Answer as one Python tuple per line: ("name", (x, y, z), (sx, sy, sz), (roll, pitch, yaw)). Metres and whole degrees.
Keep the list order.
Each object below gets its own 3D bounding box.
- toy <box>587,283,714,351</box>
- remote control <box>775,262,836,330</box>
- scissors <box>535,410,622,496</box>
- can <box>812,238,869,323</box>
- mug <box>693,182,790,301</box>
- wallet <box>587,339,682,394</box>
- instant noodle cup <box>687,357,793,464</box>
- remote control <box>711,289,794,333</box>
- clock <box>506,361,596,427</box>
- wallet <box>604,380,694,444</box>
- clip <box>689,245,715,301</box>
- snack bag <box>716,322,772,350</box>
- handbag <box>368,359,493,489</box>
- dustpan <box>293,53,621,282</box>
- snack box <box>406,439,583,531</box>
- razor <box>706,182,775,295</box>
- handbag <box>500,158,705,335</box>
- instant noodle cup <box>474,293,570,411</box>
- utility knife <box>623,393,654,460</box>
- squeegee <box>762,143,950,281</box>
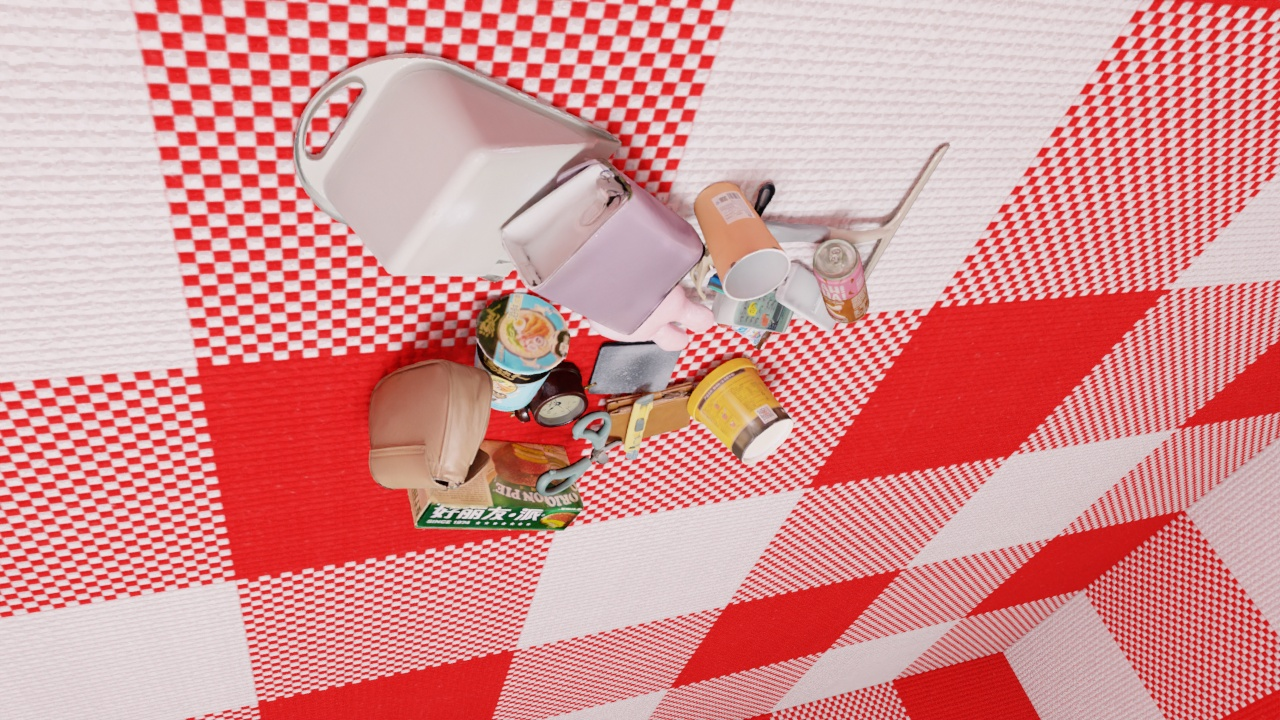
("toy", (0.013, -0.057, 1.131), (0.159, 0.054, 0.122), (24, 133, -39))
("remote control", (0.227, -0.083, 1.223), (0.136, 0.020, 0.056), (24, 89, -46))
("scissors", (-0.086, 0.140, 1.274), (0.176, 0.019, 0.174), (-47, 157, -8))
("can", (0.254, -0.098, 1.155), (0.058, 0.058, 0.147), (-27, 155, 8))
("mug", (0.106, -0.137, 1.017), (0.078, 0.122, 0.078), (-15, 145, -11))
("wallet", (-0.007, 0.007, 1.243), (0.120, 0.019, 0.097), (-3, 139, -22))
("instant noodle cup", (0.147, 0.076, 1.308), (0.118, 0.114, 0.119), (-28, 149, -19))
("remote control", (0.149, -0.069, 1.195), (0.135, 0.019, 0.056), (7, 109, -40))
("clock", (-0.122, 0.047, 1.199), (0.121, 0.055, 0.082), (-4, 142, -28))
("wallet", (0.011, 0.078, 1.334), (0.131, 0.031, 0.108), (-14, 146, -14))
("clip", (0.071, -0.112, 1.111), (0.089, 0.035, 0.104), (-35, 138, 17))
("snack bag", (0.143, -0.048, 1.238), (0.105, 0.026, 0.045), (25, 100, -46))
("handbag", (-0.240, 0.077, 1.063), (0.099, 0.147, 0.205), (14, 165, -37))
("dustpan", (-0.188, -0.189, 0.891), (0.223, 0.142, 0.257), (-44, 169, 28))
("snack box", (-0.203, 0.172, 1.273), (0.239, 0.114, 0.063), (9, 134, -37))
("razor", (0.124, -0.143, 1.078), (0.042, 0.022, 0.143), (21, 110, -5))
("handbag", (-0.032, -0.119, 0.965), (0.145, 0.098, 0.197), (-36, 155, 17))
("instant noodle cup", (-0.150, 0.000, 1.088), (0.111, 0.111, 0.121), (-4, 149, -23))
("utility knife", (-0.005, 0.098, 1.319), (0.031, 0.019, 0.176), (-5, 150, -12))
("squeegee", (0.232, -0.159, 1.128), (0.246, 0.039, 0.247), (-4, 141, -23))
